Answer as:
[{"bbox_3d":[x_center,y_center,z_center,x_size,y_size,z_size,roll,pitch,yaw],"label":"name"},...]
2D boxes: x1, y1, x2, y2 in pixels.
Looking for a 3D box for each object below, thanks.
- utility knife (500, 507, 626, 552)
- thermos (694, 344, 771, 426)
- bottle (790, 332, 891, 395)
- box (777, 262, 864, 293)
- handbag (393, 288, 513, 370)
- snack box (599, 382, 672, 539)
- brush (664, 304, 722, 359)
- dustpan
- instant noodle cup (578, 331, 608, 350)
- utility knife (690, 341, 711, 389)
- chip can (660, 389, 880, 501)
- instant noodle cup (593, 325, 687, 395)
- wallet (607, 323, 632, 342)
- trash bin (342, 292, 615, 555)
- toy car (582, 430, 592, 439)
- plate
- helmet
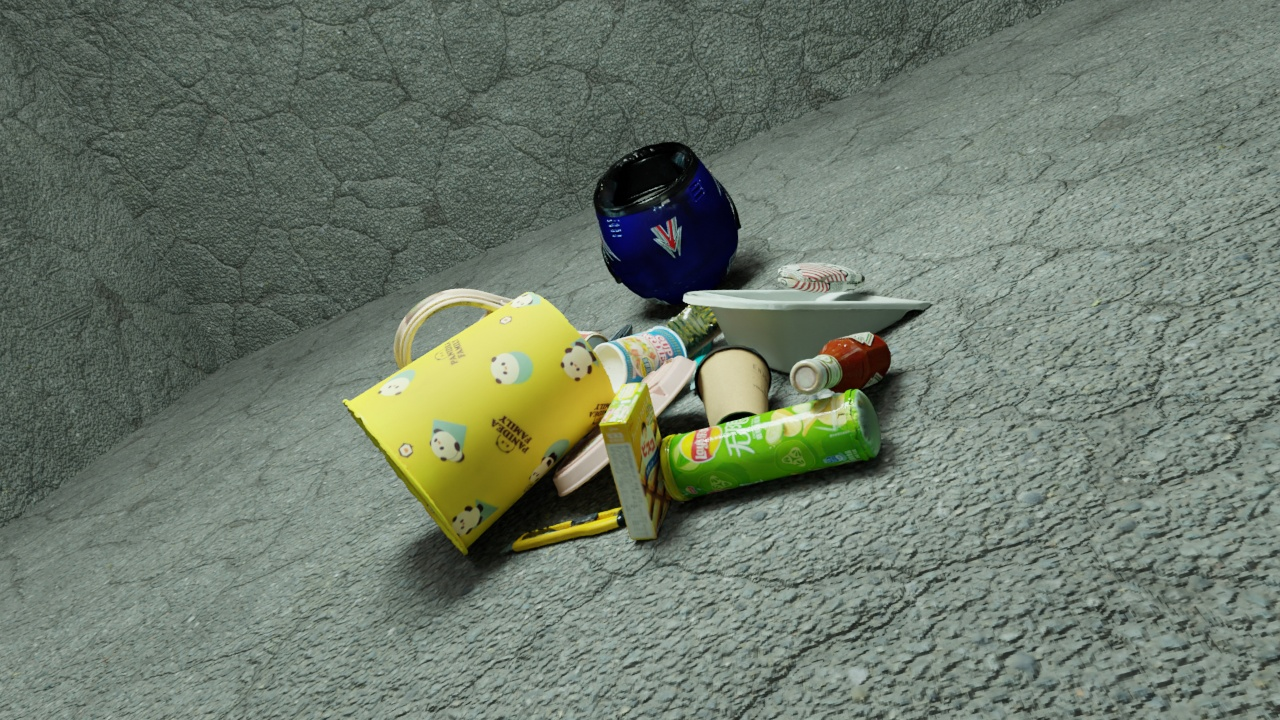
[{"bbox_3d":[-0.083,0.189,1.018,0.172,0.015,0.033,-18,16,21],"label":"utility knife"},{"bbox_3d":[0.110,0.046,1.056,0.093,0.093,0.143,-21,26,11],"label":"thermos"},{"bbox_3d":[0.209,0.006,0.962,0.060,0.060,0.205,-14,-2,31],"label":"bottle"},{"bbox_3d":[0.248,-0.115,1.249,0.068,0.051,0.163,33,23,33],"label":"box"},{"bbox_3d":[-0.223,-0.006,1.220,0.093,0.234,0.193,39,93,39],"label":"handbag"},{"bbox_3d":[-0.002,0.103,0.947,0.034,0.140,0.086,-8,23,19],"label":"snack box"},{"bbox_3d":[0.056,-0.026,1.343,0.145,0.063,0.073,-41,-17,-2],"label":"brush"},{"bbox_3d":[0.197,-0.082,1.209,0.257,0.143,0.223,-32,19,-16],"label":"dustpan"},{"bbox_3d":[-0.107,0.014,1.362,0.109,0.138,0.137,-3,27,32],"label":"instant noodle cup"},{"bbox_3d":[0.086,-0.001,1.329,0.029,0.013,0.217,-22,16,16],"label":"utility knife"},{"bbox_3d":[0.130,0.087,0.930,0.222,0.072,0.072,-17,20,25],"label":"chip can"},{"bbox_3d":[-0.007,0.007,1.239,0.099,0.099,0.109,-7,2,44],"label":"instant noodle cup"},{"bbox_3d":[-0.035,0.013,1.324,0.019,0.097,0.120,9,30,18],"label":"wallet"},{"bbox_3d":[-0.183,0.063,1.107,0.254,0.229,0.230,-39,21,-17],"label":"trash bin"},{"bbox_3d":[-0.043,0.079,1.248,0.090,0.034,0.043,-31,22,-14],"label":"toy car"},{"bbox_3d":[-0.023,0.074,1.102,0.229,0.028,0.229,-44,4,4],"label":"plate"},{"bbox_3d":[0.050,-0.233,1.641,0.247,0.240,0.315,-24,29,7],"label":"helmet"}]
